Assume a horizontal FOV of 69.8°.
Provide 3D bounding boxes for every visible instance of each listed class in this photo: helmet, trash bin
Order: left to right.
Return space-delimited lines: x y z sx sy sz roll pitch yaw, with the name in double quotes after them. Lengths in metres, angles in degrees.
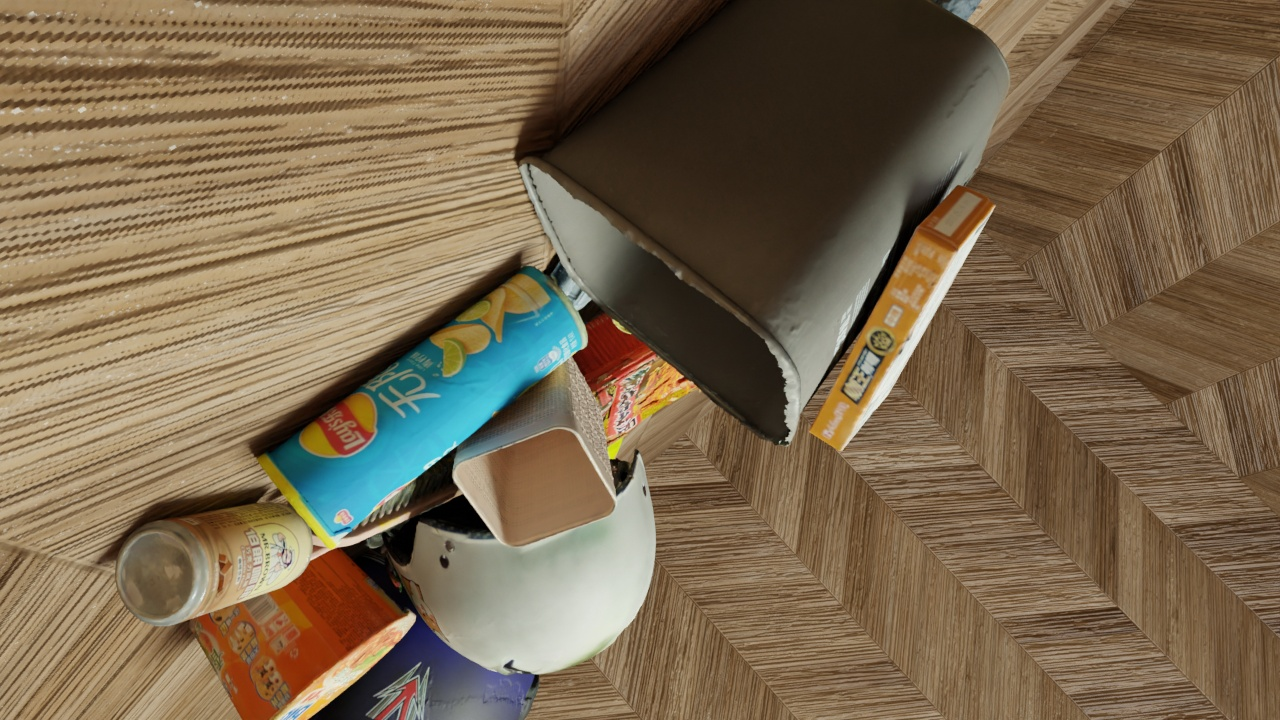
-0.233 0.310 0.970 0.239 0.247 0.316 -62 -173 -25 "helmet"
-0.091 0.181 0.788 0.229 0.157 0.275 -15 177 -26 "helmet"
0.082 -0.099 0.549 0.219 0.198 0.199 -47 163 -9 "trash bin"

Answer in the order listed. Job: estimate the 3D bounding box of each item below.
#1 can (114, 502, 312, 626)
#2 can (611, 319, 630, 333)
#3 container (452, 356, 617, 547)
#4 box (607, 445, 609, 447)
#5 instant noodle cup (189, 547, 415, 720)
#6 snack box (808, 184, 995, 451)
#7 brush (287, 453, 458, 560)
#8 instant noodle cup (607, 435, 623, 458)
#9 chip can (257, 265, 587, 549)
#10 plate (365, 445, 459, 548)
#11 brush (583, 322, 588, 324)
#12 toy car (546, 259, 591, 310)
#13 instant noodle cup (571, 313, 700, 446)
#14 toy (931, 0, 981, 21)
-0.254 0.120 0.557 0.058 0.058 0.116 -44 171 6 "can"
0.028 -0.063 0.709 0.083 0.102 0.057 -90 -179 -61 "can"
-0.073 0.055 0.654 0.090 0.090 0.110 -21 -145 9 "container"
-0.077 0.066 0.961 0.061 0.090 0.184 -43 173 -6 "box"
-0.274 0.214 0.735 0.151 0.111 0.151 -41 171 -9 "instant noodle cup"
0.150 -0.021 0.532 0.075 0.026 0.154 -38 155 -46 "snack box"
-0.203 0.103 0.681 0.073 0.063 0.145 -59 164 25 "brush"
-0.072 0.104 1.122 0.111 0.111 0.124 -33 160 -45 "instant noodle cup"
-0.134 0.026 0.589 0.209 0.071 0.071 -39 170 -20 "chip can"
-0.190 0.106 0.862 0.179 0.024 0.179 -42 172 -7 "plate"
-0.038 -0.030 0.862 0.083 0.046 0.254 -44 167 27 "brush"
-0.040 -0.071 0.666 0.042 0.034 0.091 -27 161 -49 "toy car"
-0.005 0.005 0.812 0.188 0.079 0.165 -30 163 -16 "instant noodle cup"
0.139 -0.181 0.714 0.356 0.091 0.138 -39 160 -7 "toy"
